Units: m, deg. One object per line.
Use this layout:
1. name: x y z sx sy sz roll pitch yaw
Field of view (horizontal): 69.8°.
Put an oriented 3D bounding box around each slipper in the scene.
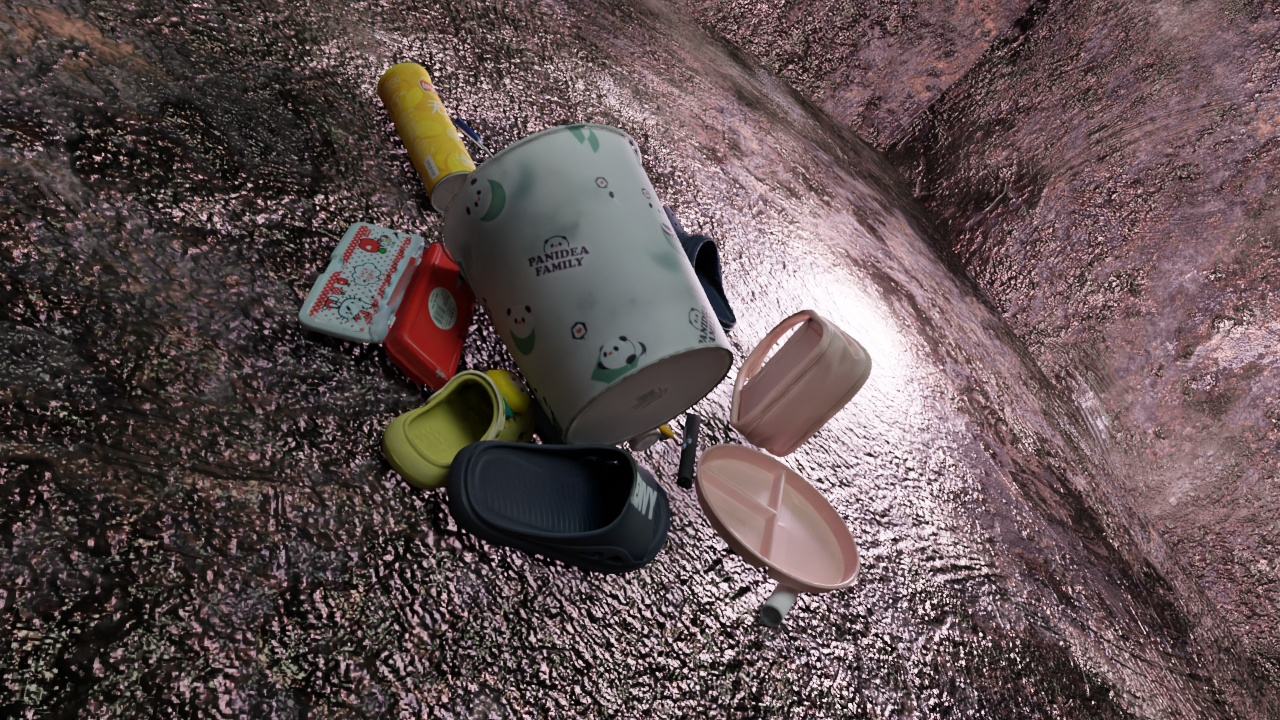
1. slipper: -0.151 0.054 0.840 0.091 0.082 0.190 50 30 5
2. slipper: 0.075 -0.150 1.414 0.105 0.095 0.252 6 50 -54
3. slipper: -0.048 0.129 0.831 0.267 0.084 0.110 20 59 -44

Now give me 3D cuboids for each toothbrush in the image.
1. toothbrush: 0.186 0.250 1.077 0.220 0.027 0.026 -27 113 -61
2. toothbrush: -0.037 0.035 1.090 0.191 0.018 0.016 38 25 -7

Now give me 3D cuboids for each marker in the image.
1. marker: 0.060 0.108 1.111 0.022 0.020 0.131 53 24 -21

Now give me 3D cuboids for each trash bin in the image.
1. trash bin: -0.046 -0.063 0.914 0.229 0.230 0.251 0 55 -53

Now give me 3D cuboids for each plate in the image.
1. plate: 0.159 0.187 1.092 0.229 0.028 0.229 26 25 -14

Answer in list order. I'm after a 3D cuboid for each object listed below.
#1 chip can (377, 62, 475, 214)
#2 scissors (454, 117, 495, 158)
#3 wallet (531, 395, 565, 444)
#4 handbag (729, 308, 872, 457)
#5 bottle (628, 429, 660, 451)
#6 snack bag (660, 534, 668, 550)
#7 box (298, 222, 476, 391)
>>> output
1. chip can: -0.265 -0.282 1.156 0.072 0.072 0.213 8 44 -49
2. scissors: -0.211 -0.287 1.248 0.162 0.012 0.176 48 7 28
3. wallet: -0.074 0.068 0.992 0.097 0.019 0.120 47 26 0
4. handbag: 0.207 0.007 1.286 0.093 0.194 0.233 36 19 -19
5. bottle: -0.037 0.016 1.026 0.068 0.068 0.189 5 46 -51
6. snack bag: -0.012 0.152 0.947 0.105 0.026 0.045 42 24 -9
7. box: -0.239 -0.065 0.916 0.161 0.060 0.200 30 30 -19
